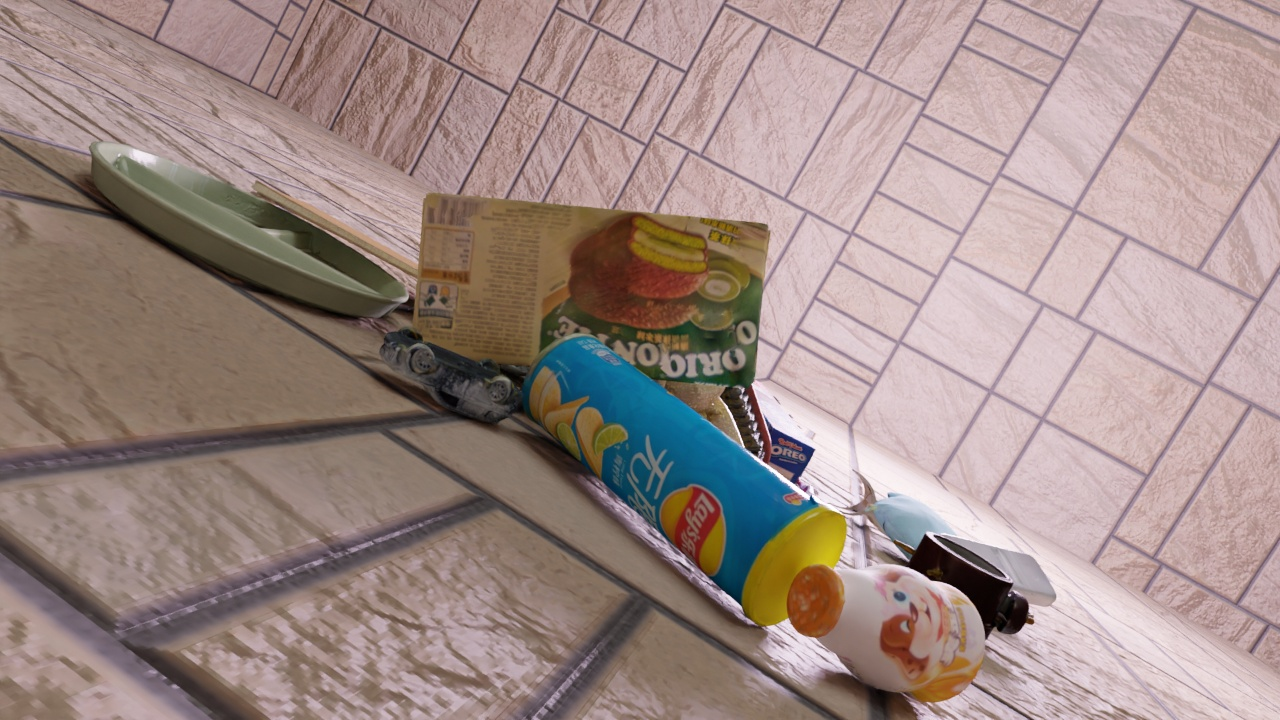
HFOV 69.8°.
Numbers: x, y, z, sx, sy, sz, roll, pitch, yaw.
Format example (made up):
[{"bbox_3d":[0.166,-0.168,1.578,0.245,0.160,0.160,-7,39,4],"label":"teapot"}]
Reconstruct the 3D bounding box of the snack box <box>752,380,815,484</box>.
[{"bbox_3d":[0.125,0.069,0.997,0.058,0.057,0.207,28,12,-16],"label":"snack box"}]

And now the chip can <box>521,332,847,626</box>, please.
[{"bbox_3d":[0.016,0.059,0.530,0.210,0.071,0.071,36,9,39],"label":"chip can"}]

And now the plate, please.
[{"bbox_3d":[-0.278,-0.090,0.662,0.230,0.027,0.230,28,6,-3],"label":"plate"}]

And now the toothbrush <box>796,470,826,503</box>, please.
[{"bbox_3d":[0.178,0.135,0.958,0.016,0.017,0.187,28,5,-4],"label":"toothbrush"}]

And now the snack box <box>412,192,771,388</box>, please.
[{"bbox_3d":[-0.034,-0.050,0.647,0.240,0.114,0.063,5,4,2],"label":"snack box"}]

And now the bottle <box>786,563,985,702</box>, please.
[{"bbox_3d":[0.124,0.135,0.468,0.108,0.063,0.063,25,7,-30],"label":"bottle"}]

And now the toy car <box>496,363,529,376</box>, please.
[{"bbox_3d":[-0.102,-0.006,0.750,0.049,0.031,0.106,18,7,-46],"label":"toy car"}]

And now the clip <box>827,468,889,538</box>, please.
[{"bbox_3d":[0.252,0.161,0.987,0.100,0.070,0.034,34,5,-21],"label":"clip"}]

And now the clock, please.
[{"bbox_3d":[0.260,0.183,0.735,0.122,0.055,0.082,24,6,-16],"label":"clock"}]

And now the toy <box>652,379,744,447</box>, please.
[{"bbox_3d":[0.039,0.025,0.718,0.105,0.157,0.066,-16,-9,-27],"label":"toy"}]

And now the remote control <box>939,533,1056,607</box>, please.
[{"bbox_3d":[0.330,0.196,0.855,0.136,0.020,0.055,17,35,-28],"label":"remote control"}]

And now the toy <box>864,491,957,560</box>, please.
[{"bbox_3d":[0.292,0.187,0.902,0.156,0.050,0.161,31,17,-14],"label":"toy"}]

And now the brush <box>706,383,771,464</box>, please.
[{"bbox_3d":[0.075,0.040,0.811,0.069,0.063,0.146,-52,123,-72],"label":"brush"}]

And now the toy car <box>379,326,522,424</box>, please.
[{"bbox_3d":[-0.114,0.009,0.551,0.090,0.034,0.043,26,10,-31],"label":"toy car"}]

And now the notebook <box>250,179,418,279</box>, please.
[{"bbox_3d":[-0.219,-0.091,0.802,0.211,0.012,0.149,29,1,-6],"label":"notebook"}]
